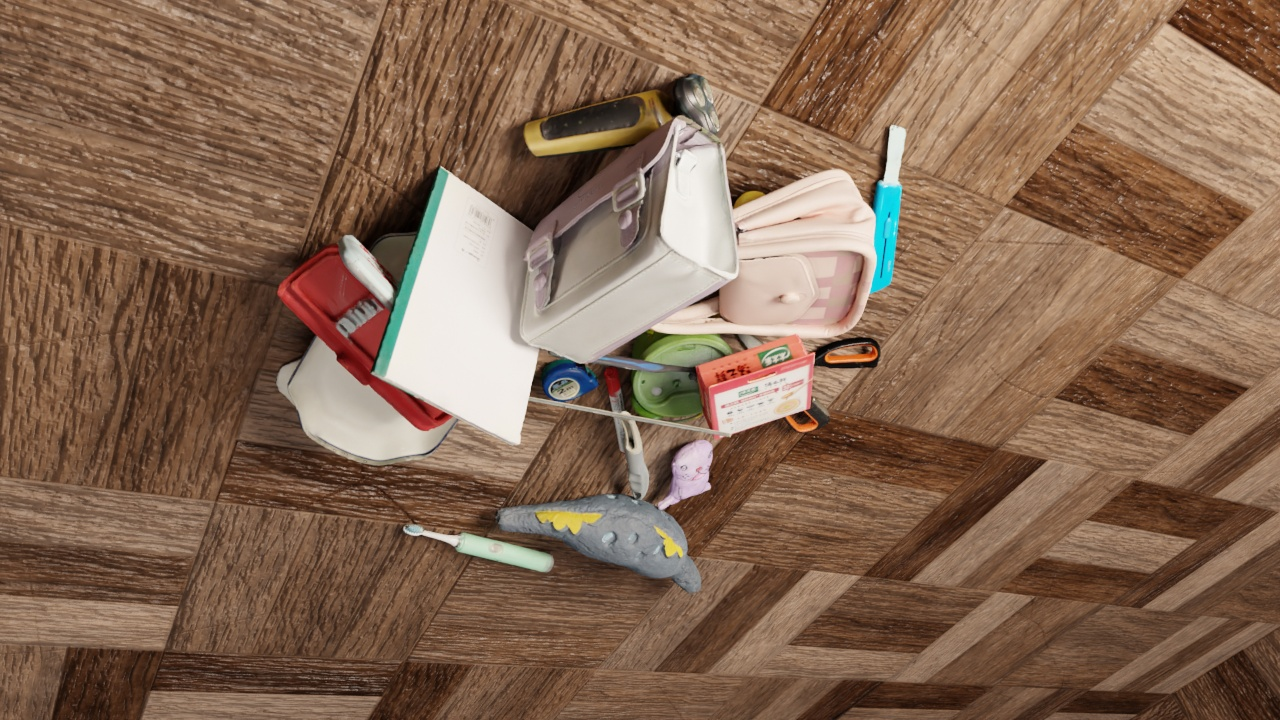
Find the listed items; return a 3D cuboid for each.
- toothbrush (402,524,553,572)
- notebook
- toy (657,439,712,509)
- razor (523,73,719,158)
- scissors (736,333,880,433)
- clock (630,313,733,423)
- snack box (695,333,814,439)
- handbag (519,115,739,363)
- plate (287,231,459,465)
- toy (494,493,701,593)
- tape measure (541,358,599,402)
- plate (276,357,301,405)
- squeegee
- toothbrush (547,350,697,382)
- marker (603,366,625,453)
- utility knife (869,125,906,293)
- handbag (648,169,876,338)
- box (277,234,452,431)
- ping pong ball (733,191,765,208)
[{"bbox_3d":[-0.210,0.244,1.205,0.224,0.026,0.027,23,145,-34],"label":"toothbrush"},{"bbox_3d":[-0.143,-0.048,0.803,0.012,0.208,0.150,-17,142,40],"label":"notebook"},{"bbox_3d":[0.061,0.143,1.174,0.083,0.039,0.108,-21,142,-27],"label":"toy"},{"bbox_3d":[-0.017,-0.206,0.788,0.167,0.062,0.067,-11,169,0],"label":"razor"},{"bbox_3d":[0.183,0.013,1.099,0.231,0.021,0.221,-21,133,6],"label":"scissors"},{"bbox_3d":[0.045,0.016,1.024,0.116,0.056,0.161,-7,133,-7],"label":"clock"},{"bbox_3d":[0.120,0.023,0.961,0.113,0.044,0.127,-18,150,-2],"label":"snack box"},{"bbox_3d":[-0.017,-0.101,0.788,0.098,0.144,0.198,25,143,-34],"label":"handbag"},{"bbox_3d":[-0.227,-0.013,0.891,0.162,0.034,0.266,29,109,-23],"label":"plate"},{"bbox_3d":[-0.017,0.239,1.217,0.356,0.091,0.138,29,132,-36],"label":"toy"},{"bbox_3d":[-0.082,0.020,1.016,0.058,0.025,0.054,-27,135,14],"label":"tape measure"},{"bbox_3d":[-0.278,0.039,0.968,0.164,0.034,0.164,-25,136,8],"label":"plate"},{"bbox_3d":[-0.010,0.104,1.082,0.247,0.039,0.247,9,152,12],"label":"squeegee"},{"bbox_3d":[-0.006,0.006,0.954,0.189,0.014,0.016,8,145,-20],"label":"toothbrush"},{"bbox_3d":[-0.025,0.062,1.084,0.017,0.017,0.145,-13,137,-4],"label":"marker"},{"bbox_3d":[0.254,-0.153,0.952,0.034,0.018,0.210,-12,135,-5],"label":"utility knife"},{"bbox_3d":[0.105,-0.081,0.894,0.234,0.093,0.193,-12,156,-1],"label":"handbag"},{"bbox_3d":[-0.219,-0.012,0.816,0.112,0.099,0.201,-35,118,8],"label":"box"},{"bbox_3d":[0.111,-0.145,0.896,0.040,0.040,0.040,-9,136,-9],"label":"ping pong ball"}]
